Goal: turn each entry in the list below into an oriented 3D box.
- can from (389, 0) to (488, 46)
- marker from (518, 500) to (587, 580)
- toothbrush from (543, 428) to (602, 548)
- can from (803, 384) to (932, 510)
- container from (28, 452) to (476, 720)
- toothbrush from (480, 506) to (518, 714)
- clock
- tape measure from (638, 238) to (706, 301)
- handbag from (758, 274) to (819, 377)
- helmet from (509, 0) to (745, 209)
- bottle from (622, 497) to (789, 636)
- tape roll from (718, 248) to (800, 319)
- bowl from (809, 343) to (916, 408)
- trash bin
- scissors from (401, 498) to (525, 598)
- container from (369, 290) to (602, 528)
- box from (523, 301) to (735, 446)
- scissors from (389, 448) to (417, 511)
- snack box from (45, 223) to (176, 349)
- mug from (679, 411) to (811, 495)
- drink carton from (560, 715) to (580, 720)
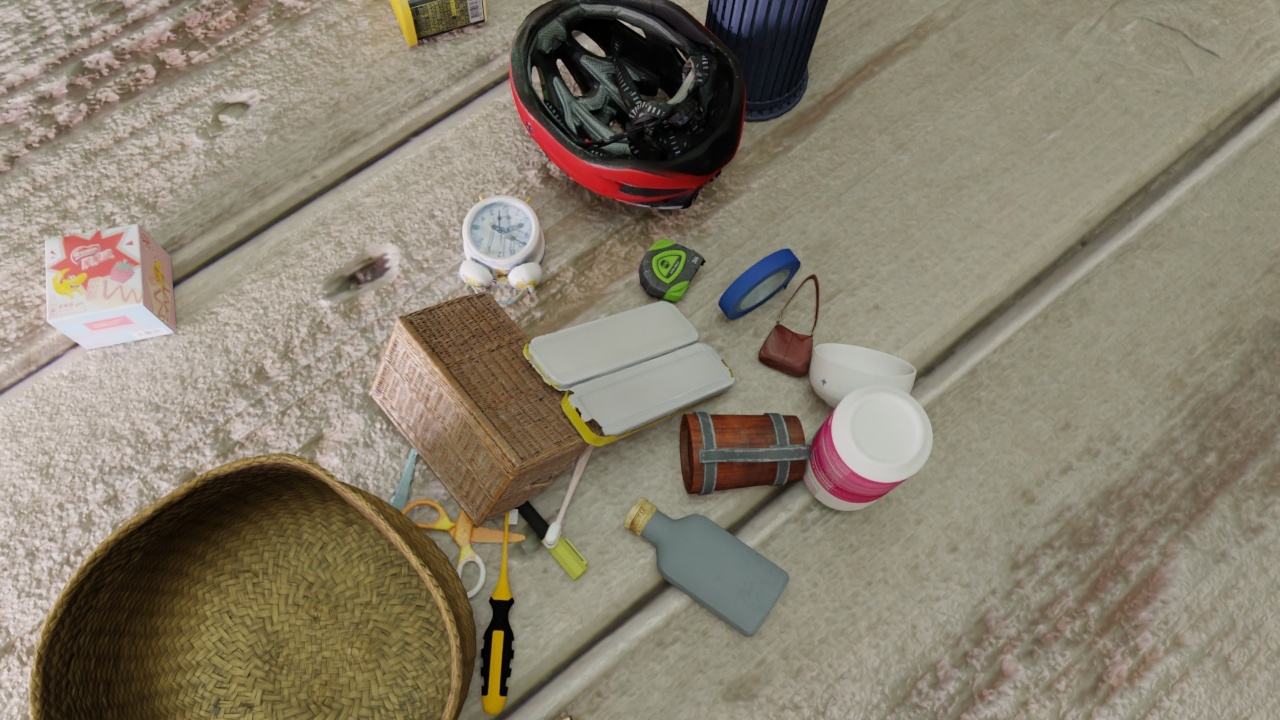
[{"bbox_3d":[-0.250,-0.454,1.091,0.101,0.073,0.130,-20,72,-12],"label":"can"},{"bbox_3d":[-0.097,0.163,0.904,0.021,0.017,0.124,-39,75,-15],"label":"marker"},{"bbox_3d":[-0.059,0.103,0.916,0.016,0.018,0.180,20,63,2],"label":"toothbrush"},{"bbox_3d":[0.207,0.087,0.862,0.088,0.166,0.088,1,70,-2],"label":"can"},{"bbox_3d":[-0.297,0.250,0.767,0.307,0.197,0.306,1,73,-2],"label":"container"},{"bbox_3d":[-0.132,0.231,0.869,0.031,0.031,0.196,3,72,-4],"label":"toothbrush"},{"bbox_3d":[-0.148,-0.118,0.986,0.089,0.052,0.125,1,73,-3],"label":"clock"},{"bbox_3d":[0.028,-0.097,0.992,0.058,0.036,0.065,34,69,0],"label":"tape measure"},{"bbox_3d":[0.170,-0.043,0.985,0.055,0.029,0.119,22,66,4],"label":"handbag"},{"bbox_3d":[-0.018,-0.279,0.985,0.272,0.167,0.217,41,74,12],"label":"helmet"},{"bbox_3d":[0.057,0.190,0.884,0.161,0.046,0.072,34,73,10],"label":"bottle"},{"bbox_3d":[0.124,-0.079,0.958,0.093,0.091,0.016,-31,74,-17],"label":"tape roll"},{"bbox_3d":[0.221,0.022,0.927,0.105,0.104,0.054,9,107,1],"label":"bowl"},{"bbox_3d":[0.136,-0.388,0.985,0.139,0.250,0.139,1,70,-2],"label":"trash bin"},{"bbox_3d":[-0.175,0.171,0.898,0.125,0.011,0.128,6,74,-5],"label":"scissors"},{"bbox_3d":[-0.152,0.045,0.874,0.198,0.113,0.113,49,40,15],"label":"container"},{"bbox_3d":[-0.006,0.005,0.905,0.209,0.023,0.127,-20,66,-42],"label":"box"},{"bbox_3d":[-0.242,0.150,0.905,0.056,0.015,0.136,12,75,5],"label":"scissors"},{"bbox_3d":[-0.541,-0.075,0.940,0.093,0.080,0.094,-11,70,-6],"label":"snack box"},{"bbox_3d":[0.102,0.088,0.888,0.111,0.117,0.081,-2,88,-7],"label":"mug"},{"bbox_3d":[-0.106,0.357,0.812,0.122,0.058,0.041,-21,72,-9],"label":"drink carton"}]
